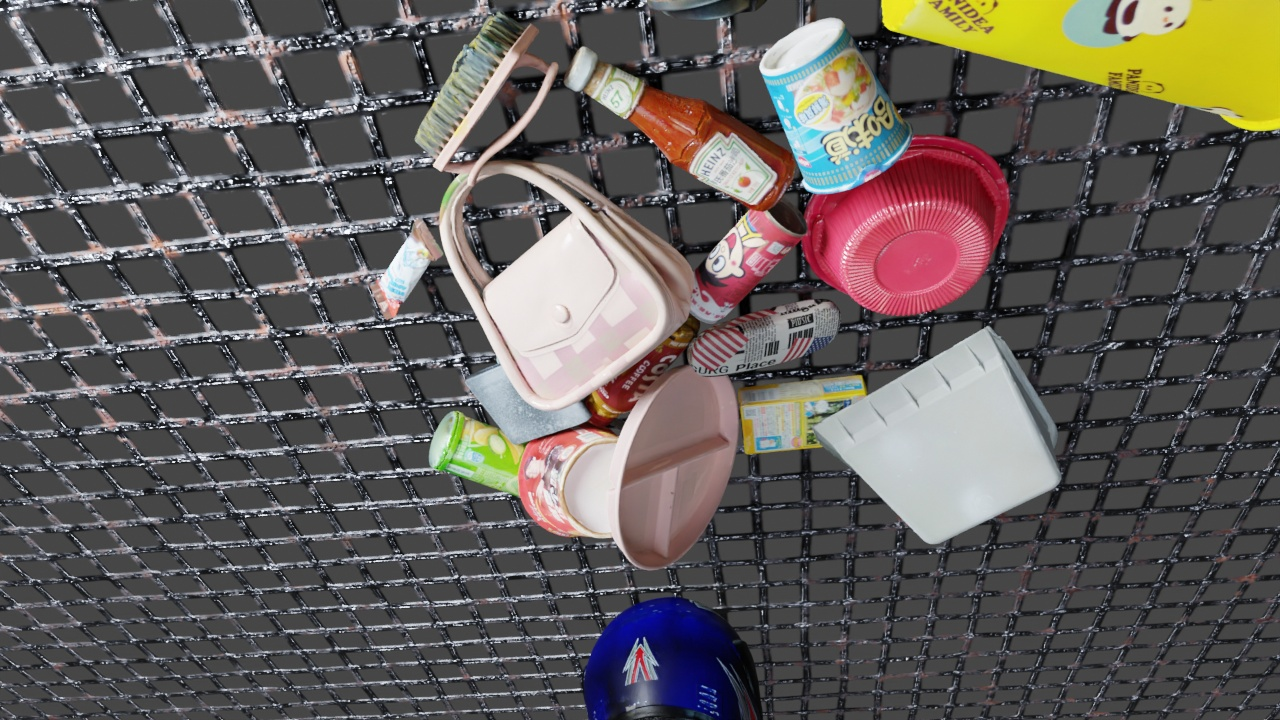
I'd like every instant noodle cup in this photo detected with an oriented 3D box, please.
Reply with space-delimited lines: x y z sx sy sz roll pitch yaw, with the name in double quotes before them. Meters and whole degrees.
"instant noodle cup" -0.057 0.134 1.015 0.138 0.137 0.109 23 171 -21
"instant noodle cup" 0.151 -0.206 0.730 0.099 0.099 0.110 -23 122 22
"instant noodle cup" 0.248 -0.108 0.842 0.194 0.065 0.194 0 135 0

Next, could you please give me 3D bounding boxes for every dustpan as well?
"dustpan" 0.361 0.094 1.060 0.223 0.142 0.258 -33 102 22

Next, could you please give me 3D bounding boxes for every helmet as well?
"helmet" 0.054 0.483 1.312 0.248 0.239 0.316 -15 122 14

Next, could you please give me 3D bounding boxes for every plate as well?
"plate" 0.036 0.110 0.978 0.028 0.228 0.230 17 145 34

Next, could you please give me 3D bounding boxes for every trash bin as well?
"trash bin" 0.301 -0.278 0.568 0.255 0.229 0.230 9 135 -1

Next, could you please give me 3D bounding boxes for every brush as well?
"brush" -0.129 -0.206 0.750 0.073 0.063 0.146 34 128 -16

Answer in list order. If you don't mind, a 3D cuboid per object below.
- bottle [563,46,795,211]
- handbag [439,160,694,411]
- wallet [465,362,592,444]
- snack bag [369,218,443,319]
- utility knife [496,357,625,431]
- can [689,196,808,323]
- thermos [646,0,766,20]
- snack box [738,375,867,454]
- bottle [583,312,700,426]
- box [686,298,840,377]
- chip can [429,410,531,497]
"bottle" 0.033 -0.194 0.763 0.206 0.059 0.060 26 130 -18
"handbag" -0.085 -0.083 0.850 0.194 0.093 0.234 -35 103 32
"wallet" -0.123 0.040 0.999 0.121 0.019 0.097 -20 113 33
"snack bag" -0.228 -0.088 0.890 0.026 0.048 0.104 -14 157 -50
"utility knife" -0.074 0.044 1.036 0.218 0.013 0.029 31 131 -27
"can" 0.095 -0.094 0.866 0.053 0.053 0.133 25 130 -23
"thermos" 0.035 -0.311 0.629 0.093 0.092 0.143 -11 127 12
"snack box" 0.184 0.063 1.039 0.140 0.033 0.087 -5 135 8
"bottle" -0.006 0.006 0.966 0.057 0.057 0.175 22 132 -20
"box" 0.124 -0.025 0.929 0.164 0.051 0.068 -12 154 -11
"chip can" -0.138 0.127 1.080 0.221 0.072 0.073 23 131 -21
